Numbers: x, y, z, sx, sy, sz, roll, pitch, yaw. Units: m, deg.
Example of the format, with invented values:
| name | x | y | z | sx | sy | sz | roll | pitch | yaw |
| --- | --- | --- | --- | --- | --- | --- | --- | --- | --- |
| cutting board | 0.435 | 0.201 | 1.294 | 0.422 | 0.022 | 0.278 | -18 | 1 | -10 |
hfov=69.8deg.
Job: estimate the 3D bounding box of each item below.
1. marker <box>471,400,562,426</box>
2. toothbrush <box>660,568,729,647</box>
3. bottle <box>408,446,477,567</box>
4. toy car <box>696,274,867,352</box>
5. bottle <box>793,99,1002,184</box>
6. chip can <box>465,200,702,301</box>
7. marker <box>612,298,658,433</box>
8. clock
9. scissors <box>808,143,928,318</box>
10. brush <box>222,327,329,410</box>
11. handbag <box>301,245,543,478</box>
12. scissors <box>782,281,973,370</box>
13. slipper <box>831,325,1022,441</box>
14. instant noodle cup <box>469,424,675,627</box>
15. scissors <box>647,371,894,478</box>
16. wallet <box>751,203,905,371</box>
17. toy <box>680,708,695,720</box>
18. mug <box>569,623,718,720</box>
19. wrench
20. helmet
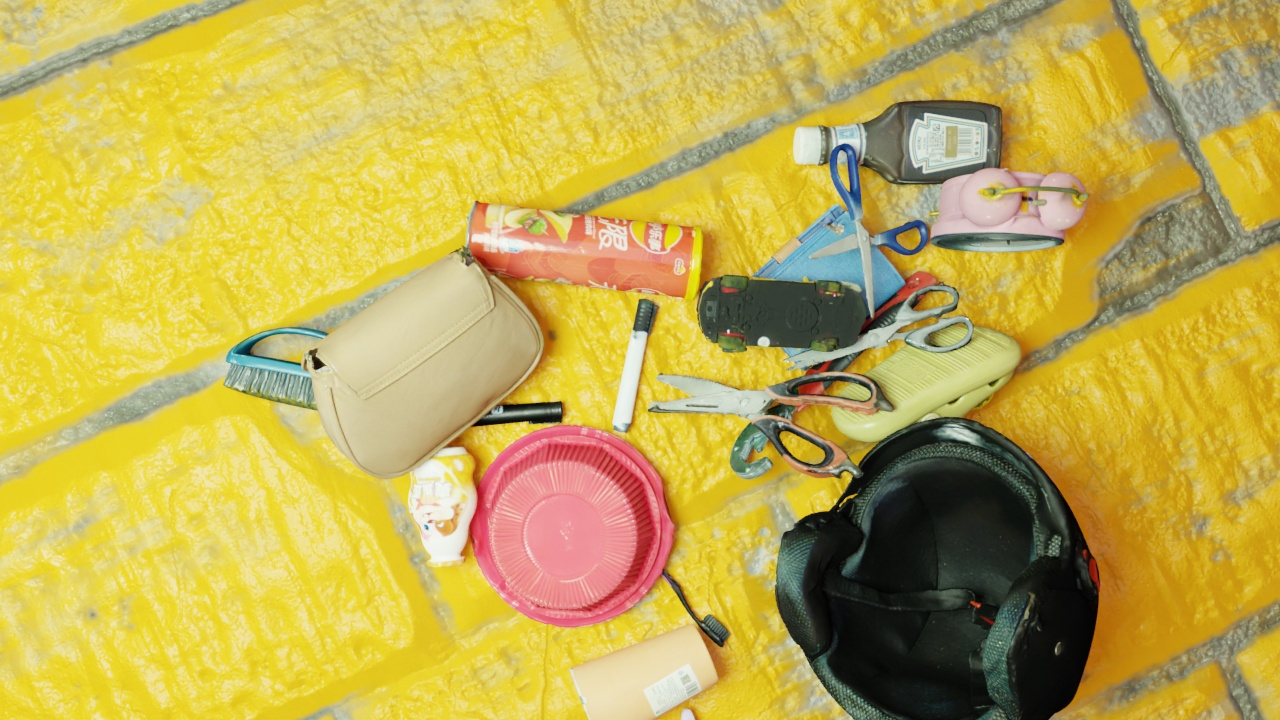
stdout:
| name | x | y | z | sx | sy | sz | roll | pitch | yaw |
| --- | --- | --- | --- | --- | --- | --- | --- | --- | --- |
| marker | -0.140 | 0.053 | 0.876 | 0.132 | 0.020 | 0.022 | -4 | 117 | -4 |
| toothbrush | 0.020 | 0.200 | 0.881 | 0.017 | 0.014 | 0.189 | -40 | 89 | -20 |
| bottle | -0.182 | 0.134 | 0.848 | 0.063 | 0.063 | 0.108 | -3 | 88 | -3 |
| toy car | 0.130 | -0.042 | 0.849 | 0.156 | 0.041 | 0.071 | 2 | 99 | 0 |
| bottle | 0.248 | -0.211 | 0.891 | 0.195 | 0.044 | 0.080 | -2 | 97 | -1 |
| chip can | -0.052 | -0.104 | 0.860 | 0.216 | 0.073 | 0.073 | 7 | 87 | -2 |
| marker | -0.005 | 0.005 | 0.885 | 0.022 | 0.018 | 0.130 | 11 | 87 | -12 |
| clock | 0.334 | -0.137 | 0.836 | 0.117 | 0.158 | 0.060 | 3 | 90 | -4 |
| scissors | 0.208 | -0.123 | 0.850 | 0.172 | 0.012 | 0.162 | -20 | 89 | -36 |
| brush | -0.310 | 0.007 | 0.851 | 0.144 | 0.055 | 0.073 | 11 | 88 | -2 |
| handbag | -0.193 | -0.001 | 0.808 | 0.204 | 0.100 | 0.148 | -39 | 134 | -22 |
| scissors | 0.224 | -0.014 | 0.857 | 0.137 | 0.014 | 0.174 | 38 | 79 | 22 |
| slipper | 0.271 | 0.034 | 0.873 | 0.190 | 0.091 | 0.082 | -26 | 124 | -10 |
| instant noodle cup | -0.067 | 0.156 | 0.845 | 0.194 | 0.066 | 0.194 | 0 | 88 | 2 |
| scissors | 0.115 | 0.049 | 0.839 | 0.195 | 0.015 | 0.215 | -30 | 54 | -4 |
| wallet | 0.172 | -0.070 | 0.885 | 0.133 | 0.040 | 0.106 | -41 | 93 | 2 |
| toy | 0.086 | 0.375 | 0.865 | 0.108 | 0.039 | 0.083 | 5 | 79 | -1 |
| mug | 0.006 | 0.295 | 0.848 | 0.122 | 0.078 | 0.078 | -23 | 89 | -7 |
| wrench | 0.183 | 0.009 | 0.881 | 0.273 | 0.056 | 0.016 | -45 | 123 | -8 |
| helmet | 0.266 | 0.196 | 0.788 | 0.230 | 0.234 | 0.274 | 29 | 74 | -45 |
